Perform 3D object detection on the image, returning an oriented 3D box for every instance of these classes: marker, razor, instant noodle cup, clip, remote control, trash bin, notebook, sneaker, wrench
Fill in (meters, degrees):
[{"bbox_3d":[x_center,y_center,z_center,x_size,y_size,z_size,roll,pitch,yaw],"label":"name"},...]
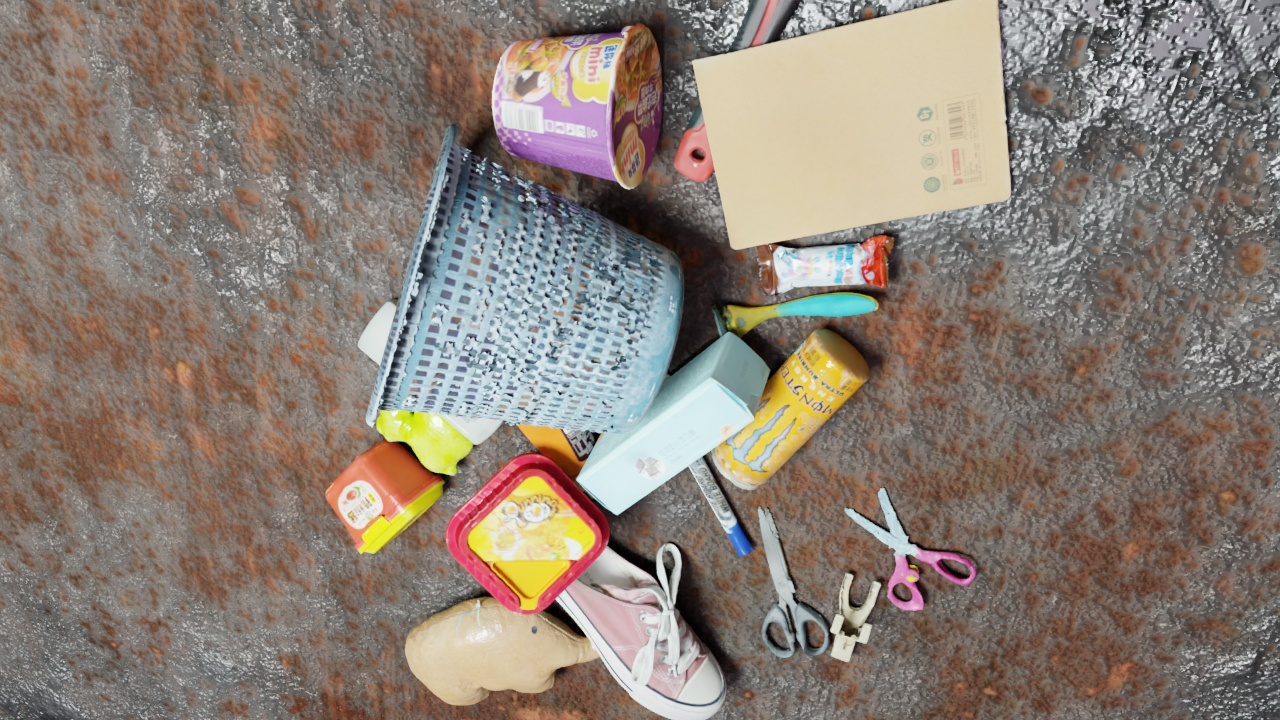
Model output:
[{"bbox_3d":[0.066,0.120,0.842,0.017,0.016,0.146,-21,110,23],"label":"marker"},{"bbox_3d":[0.124,-0.038,0.737,0.133,0.028,0.043,-9,116,21],"label":"razor"},{"bbox_3d":[-0.105,0.145,0.825,0.116,0.124,0.116,-43,102,-6],"label":"instant noodle cup"},{"bbox_3d":[0.193,0.252,0.852,0.035,0.094,0.102,16,110,12],"label":"clip"},{"bbox_3d":[-0.185,0.011,0.834,0.150,0.021,0.058,40,110,-2],"label":"remote control"},{"bbox_3d":[-0.082,-0.037,0.693,0.195,0.226,0.227,16,121,-15],"label":"trash bin"},{"bbox_3d":[0.154,-0.166,0.662,0.208,0.008,0.148,-9,116,14],"label":"notebook"},{"bbox_3d":[0.007,0.252,0.880,0.241,0.118,0.088,49,138,-7],"label":"sneaker"},{"bbox_3d":[0.087,-0.249,0.642,0.056,0.016,0.274,23,120,1],"label":"wrench"},{"bbox_3d":[-0.046,-0.186,0.663,0.099,0.111,0.112,11,120,19],"label":"instant noodle cup"}]

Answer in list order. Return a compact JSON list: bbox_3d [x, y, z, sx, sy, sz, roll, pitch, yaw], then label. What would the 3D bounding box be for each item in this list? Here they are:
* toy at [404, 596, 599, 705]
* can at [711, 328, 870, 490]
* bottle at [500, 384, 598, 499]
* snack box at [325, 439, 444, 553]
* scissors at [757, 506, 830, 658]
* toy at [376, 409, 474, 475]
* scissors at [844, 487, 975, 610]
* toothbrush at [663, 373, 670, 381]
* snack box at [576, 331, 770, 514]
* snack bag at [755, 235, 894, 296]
[{"bbox_3d":[-0.138,0.298,0.955,0.226,0.082,0.143,-17,132,19],"label":"toy"},{"bbox_3d":[0.122,0.042,0.763,0.058,0.058,0.146,35,120,-6],"label":"can"},{"bbox_3d":[-0.068,0.067,0.825,0.067,0.066,0.149,-16,120,21],"label":"bottle"},{"bbox_3d":[-0.251,0.129,0.895,0.091,0.081,0.080,-42,88,27],"label":"snack box"},{"bbox_3d":[0.146,0.214,0.877,0.133,0.014,0.176,21,117,4],"label":"scissors"},{"bbox_3d":[-0.205,0.062,0.870,0.100,0.031,0.097,9,115,9],"label":"toy"},{"bbox_3d":[0.245,0.168,0.825,0.108,0.017,0.135,-15,109,24],"label":"scissors"},{"bbox_3d":[-0.005,0.005,0.797,0.189,0.020,0.029,29,159,-2],"label":"toothbrush"},{"bbox_3d":[0.026,0.054,0.760,0.051,0.074,0.175,43,125,-11],"label":"snack box"},{"bbox_3d":[0.144,-0.074,0.715,0.105,0.026,0.045,-2,119,17],"label":"snack bag"}]
